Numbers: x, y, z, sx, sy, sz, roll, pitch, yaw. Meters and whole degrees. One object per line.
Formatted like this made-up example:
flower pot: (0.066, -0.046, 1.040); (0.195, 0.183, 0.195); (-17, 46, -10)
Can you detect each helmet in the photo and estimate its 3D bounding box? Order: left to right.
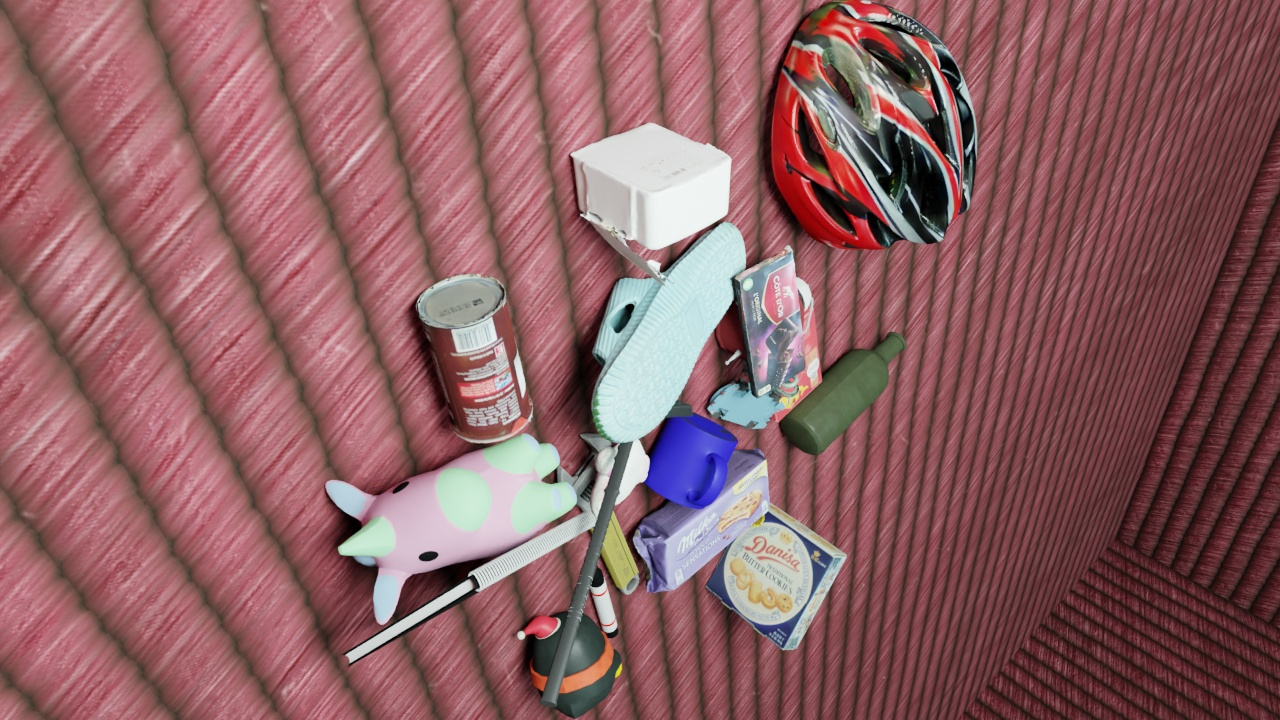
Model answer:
helmet: (0.239, -0.231, 0.927); (0.217, 0.167, 0.272); (-49, 130, -15)

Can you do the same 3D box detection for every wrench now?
wrench: (-0.038, 0.179, 1.008); (0.083, 0.018, 0.274); (-44, 141, -23)

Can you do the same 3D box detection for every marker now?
marker: (-0.045, 0.278, 1.071); (0.019, 0.019, 0.146); (-36, 138, -26)

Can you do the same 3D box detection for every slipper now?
slipper: (0.020, -0.034, 0.880); (0.275, 0.070, 0.116); (-55, 141, -32)

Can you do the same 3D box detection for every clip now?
clip: (0.150, 0.016, 1.054); (0.023, 0.076, 0.047); (-41, 141, -20)

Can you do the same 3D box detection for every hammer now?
hammer: (-0.028, 0.147, 0.796); (0.323, 0.095, 0.015); (-72, 161, -45)

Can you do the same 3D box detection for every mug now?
mug: (0.059, 0.112, 0.994); (0.079, 0.111, 0.083); (21, 100, -28)

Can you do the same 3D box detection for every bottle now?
bottle: (0.275, 0.035, 1.209); (0.206, 0.071, 0.071); (-40, 140, -21)

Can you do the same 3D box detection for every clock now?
clock: (0.141, -0.043, 1.012); (0.137, 0.048, 0.096); (-9, 118, -35)

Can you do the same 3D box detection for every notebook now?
notebook: (-0.138, 0.192, 0.794); (0.149, 0.016, 0.206); (-34, 171, 22)

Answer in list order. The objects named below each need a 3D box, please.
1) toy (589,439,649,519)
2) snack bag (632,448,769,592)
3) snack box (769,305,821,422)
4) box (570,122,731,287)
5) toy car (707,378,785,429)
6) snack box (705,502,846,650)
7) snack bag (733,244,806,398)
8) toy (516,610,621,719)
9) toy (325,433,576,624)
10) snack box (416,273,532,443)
toy: (-0.021, 0.115, 0.935); (0.125, 0.037, 0.076); (-13, 119, -69)
snack bag: (0.074, 0.188, 1.106); (0.204, 0.058, 0.096); (-32, 134, -29)
snack box: (0.183, 0.004, 1.125); (0.089, 0.021, 0.133); (-40, 140, -21)
box: (0.009, -0.116, 0.778); (0.102, 0.110, 0.130); (-31, 135, -29)
toy car: (0.119, 0.047, 1.076); (0.107, 0.027, 0.060); (19, 123, -41)
snack box: (0.177, 0.281, 1.217); (0.042, 0.144, 0.145); (18, 100, -49)
snack bag: (0.137, -0.037, 0.966); (0.074, 0.018, 0.155); (-30, 126, -23)
toy: (-0.078, 0.325, 1.013); (0.097, 0.099, 0.119); (-12, 106, 8)
toy: (-0.151, 0.130, 0.784); (0.171, 0.120, 0.222); (-25, 169, 2)
snack box: (-0.131, -0.001, 0.735); (0.072, 0.072, 0.121); (-33, 136, -28)
